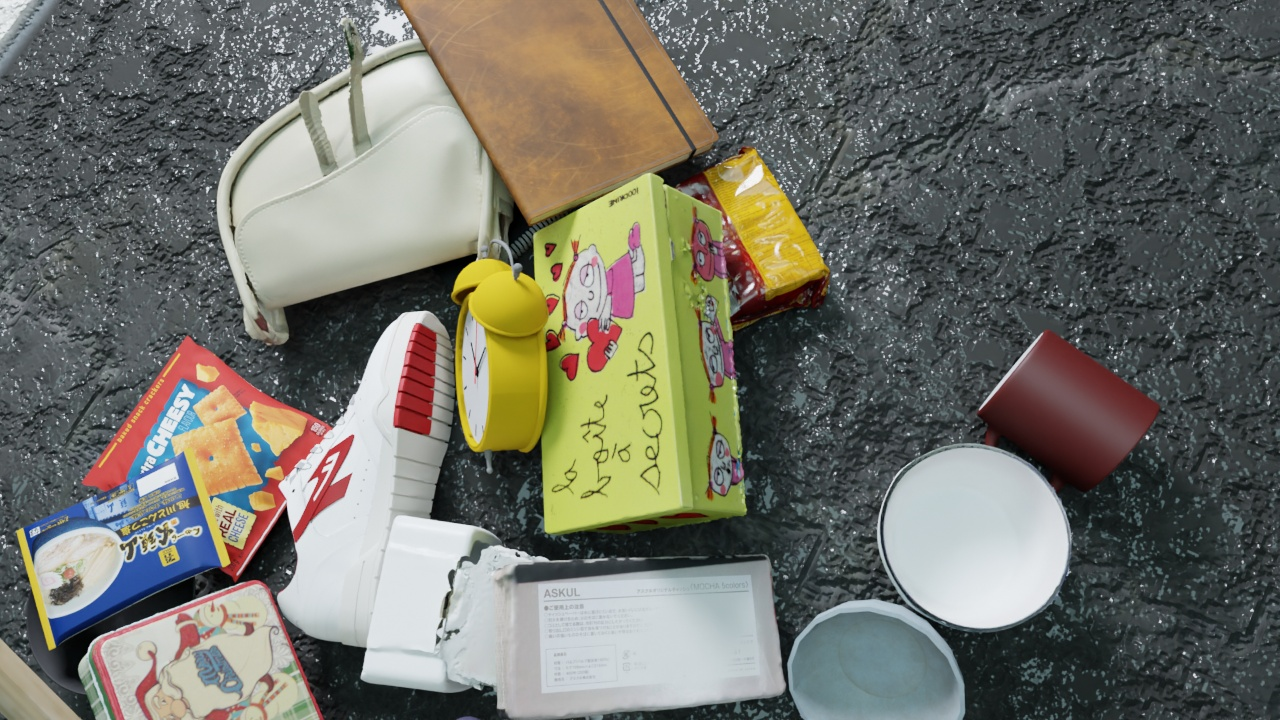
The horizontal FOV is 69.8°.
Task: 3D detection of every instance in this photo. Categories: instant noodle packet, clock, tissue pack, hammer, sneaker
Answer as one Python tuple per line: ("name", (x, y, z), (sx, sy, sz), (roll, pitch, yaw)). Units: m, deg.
("instant noodle packet", (-0.353, 0.127, 0.625), (0.134, 0.026, 0.087), (-26, 75, 0))
("clock", (-0.099, -0.006, 0.632), (0.052, 0.113, 0.152), (-2, 105, -23))
("tissue pack", (-0.004, 0.177, 0.580), (0.181, 0.071, 0.103), (3, 74, -26))
("hammer", (-0.411, 0.191, 0.578), (0.117, 0.051, 0.323), (-35, 102, 7))
("instant noodle packet", (0.071, -0.086, 0.684), (0.098, 0.040, 0.135), (-27, 70, 0))
("sneaker", (-0.204, 0.077, 0.652), (0.104, 0.090, 0.236), (4, 79, 12))

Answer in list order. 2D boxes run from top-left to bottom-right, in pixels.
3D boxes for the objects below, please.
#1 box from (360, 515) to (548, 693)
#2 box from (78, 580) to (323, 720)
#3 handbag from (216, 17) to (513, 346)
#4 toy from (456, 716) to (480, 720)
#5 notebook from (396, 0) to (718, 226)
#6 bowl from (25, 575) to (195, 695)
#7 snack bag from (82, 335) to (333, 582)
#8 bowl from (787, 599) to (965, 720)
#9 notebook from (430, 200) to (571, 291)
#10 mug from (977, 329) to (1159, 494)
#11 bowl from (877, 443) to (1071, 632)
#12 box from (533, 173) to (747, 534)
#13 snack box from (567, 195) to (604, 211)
("box", (-0.098, 0.164, 0.600), (0.130, 0.103, 0.109), (4, 73, 6))
("box", (-0.257, 0.251, 0.576), (0.117, 0.050, 0.205), (-16, 76, -44))
("handbag", (-0.207, -0.132, 0.677), (0.229, 0.132, 0.184), (-18, 77, 5))
("toy", (-0.114, 0.289, 0.599), (0.080, 0.036, 0.099), (-33, 67, 7))
("notebook", (-0.065, -0.236, 0.673), (0.178, 0.014, 0.249), (-27, 81, -22))
("bowl", (-0.362, 0.172, 0.656), (0.124, 0.052, 0.124), (-2, 73, 7))
("snack bag", (-0.320, 0.072, 0.687), (0.144, 0.039, 0.130), (30, 79, 9))
("bowl", (0.149, 0.195, 0.576), (0.106, 0.039, 0.106), (6, 105, 22))
("notebook", (-0.111, -0.164, 0.743), (0.206, 0.016, 0.149), (-42, 72, -6))
("mug", (0.270, 0.045, 0.609), (0.082, 0.073, 0.106), (39, 111, 16))
("bowl", (0.208, 0.116, 0.592), (0.116, 0.066, 0.116), (-2, 73, 6))
("box", (-0.004, 0.004, 0.619), (0.125, 0.082, 0.220), (-16, 68, 40))
("snack box", (-0.063, -0.219, 0.714), (0.056, 0.057, 0.206), (-6, 71, 7))
